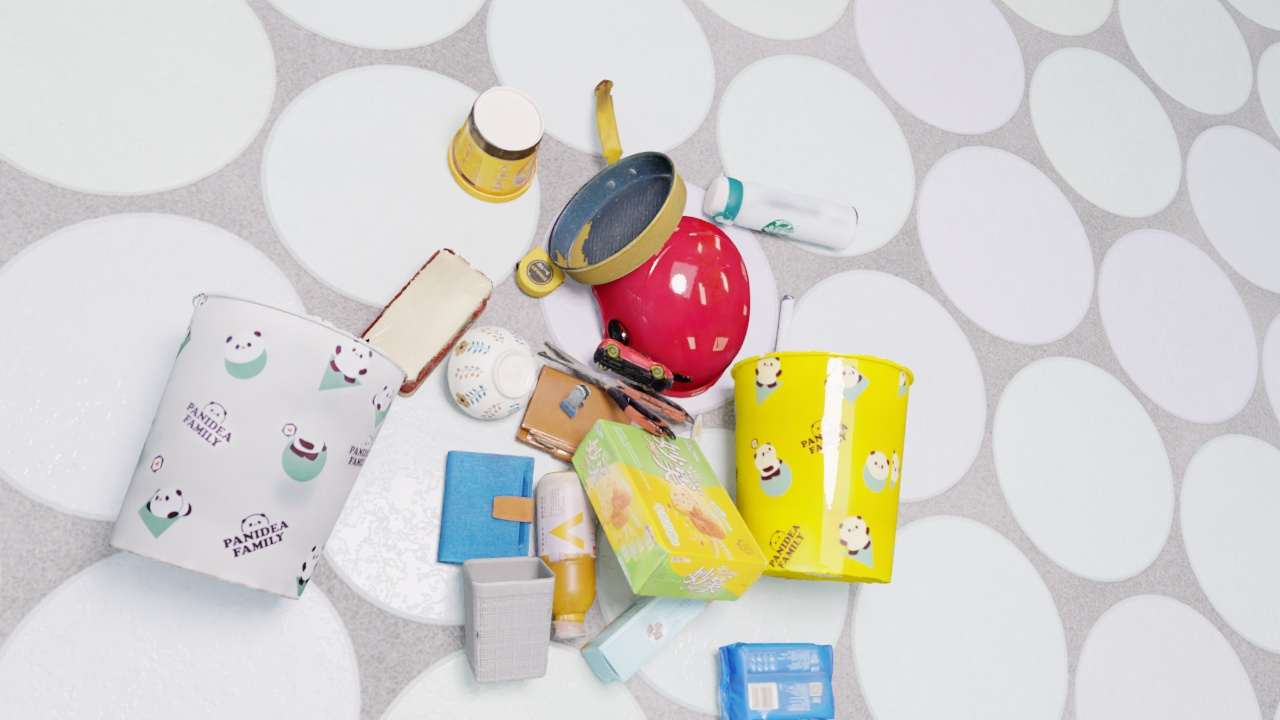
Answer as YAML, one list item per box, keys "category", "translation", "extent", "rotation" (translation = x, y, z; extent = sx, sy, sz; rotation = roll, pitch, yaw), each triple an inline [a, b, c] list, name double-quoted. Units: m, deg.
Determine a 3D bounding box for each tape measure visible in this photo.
- category: "tape measure"
  translation: [-0.133, -0.111, 1.191]
  extent: [0.060, 0.029, 0.057]
  rotation: [45, 62, -1]

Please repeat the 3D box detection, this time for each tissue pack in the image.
- category: "tissue pack"
  translation: [0.167, 0.391, 1.118]
  extent: [0.157, 0.052, 0.095]
  rotation: [5, 73, -19]

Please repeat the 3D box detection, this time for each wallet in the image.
- category: "wallet"
  translation: [-0.178, 0.174, 1.073]
  extent: [0.106, 0.040, 0.133]
  rotation: [7, 71, -14]
- category: "wallet"
  translation: [-0.078, 0.075, 1.147]
  extent: [0.131, 0.031, 0.107]
  rotation: [22, 64, -11]

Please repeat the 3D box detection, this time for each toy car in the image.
- category: "toy car"
  translation: [-0.007, 0.007, 1.152]
  extent: [0.106, 0.049, 0.031]
  rotation: [27, 63, -5]

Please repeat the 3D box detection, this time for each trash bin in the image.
- category: "trash bin"
  translation: [-0.387, 0.092, 0.926]
  extent: [0.229, 0.230, 0.251]
  rotation: [21, 71, -13]
- category: "trash bin"
  translation: [0.218, 0.139, 1.137]
  extent: [0.229, 0.230, 0.255]
  rotation: [10, 74, -17]

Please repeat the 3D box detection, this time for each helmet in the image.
- category: "helmet"
  translation: [0.058, -0.083, 1.193]
  extent: [0.206, 0.144, 0.240]
  rotation: [-15, 79, -27]

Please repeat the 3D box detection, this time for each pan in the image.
- category: "pan"
  translation: [-0.038, -0.249, 1.211]
  extent: [0.078, 0.198, 0.356]
  rotation: [46, 32, -37]

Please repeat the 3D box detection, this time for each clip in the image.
- category: "clip"
  translation: [-0.076, 0.044, 1.111]
  extent: [0.045, 0.058, 0.027]
  rotation: [-38, 81, -31]

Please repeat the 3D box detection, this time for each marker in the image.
- category: "marker"
  translation: [0.200, -0.033, 1.296]
  extent: [0.022, 0.018, 0.130]
  rotation: [13, 68, -6]

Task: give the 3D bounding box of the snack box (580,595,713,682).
- category: "snack box"
  translation: [0.016, 0.304, 1.079]
  extent: [0.174, 0.074, 0.051]
  rotation: [-36, 87, -27]

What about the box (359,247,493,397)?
- category: "box"
  translation: [-0.254, -0.048, 1.095]
  extent: [0.091, 0.080, 0.168]
  rotation: [37, 64, -4]

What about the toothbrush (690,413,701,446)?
- category: "toothbrush"
  translation: [0.064, 0.158, 1.180]
  extent: [0.018, 0.016, 0.191]
  rotation: [22, 66, -24]

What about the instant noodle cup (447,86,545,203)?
- category: "instant noodle cup"
  translation: [-0.182, -0.282, 1.184]
  extent: [0.118, 0.115, 0.118]
  rotation: [6, 70, -18]

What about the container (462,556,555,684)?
- category: "container"
  translation: [-0.146, 0.283, 1.004]
  extent: [0.090, 0.090, 0.114]
  rotation: [1, 94, -19]

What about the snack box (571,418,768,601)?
- category: "snack box"
  translation: [0.030, 0.170, 1.053]
  extent: [0.157, 0.070, 0.210]
  rotation: [15, 31, -37]

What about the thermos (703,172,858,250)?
- category: "thermos"
  translation: [0.201, -0.213, 1.330]
  extent: [0.224, 0.073, 0.073]
  rotation: [10, 69, -17]

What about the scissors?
- category: "scissors"
  translation: [-0.026, 0.038, 1.151]
  extent: [0.188, 0.015, 0.227]
  rotation: [11, 24, -50]

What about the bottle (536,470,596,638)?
- category: "bottle"
  translation: [-0.086, 0.226, 1.071]
  extent: [0.068, 0.068, 0.189]
  rotation: [3, 71, -20]

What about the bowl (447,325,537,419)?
- category: "bowl"
  translation: [-0.166, 0.016, 1.093]
  extent: [0.113, 0.062, 0.113]
  rotation: [-2, 93, -40]
